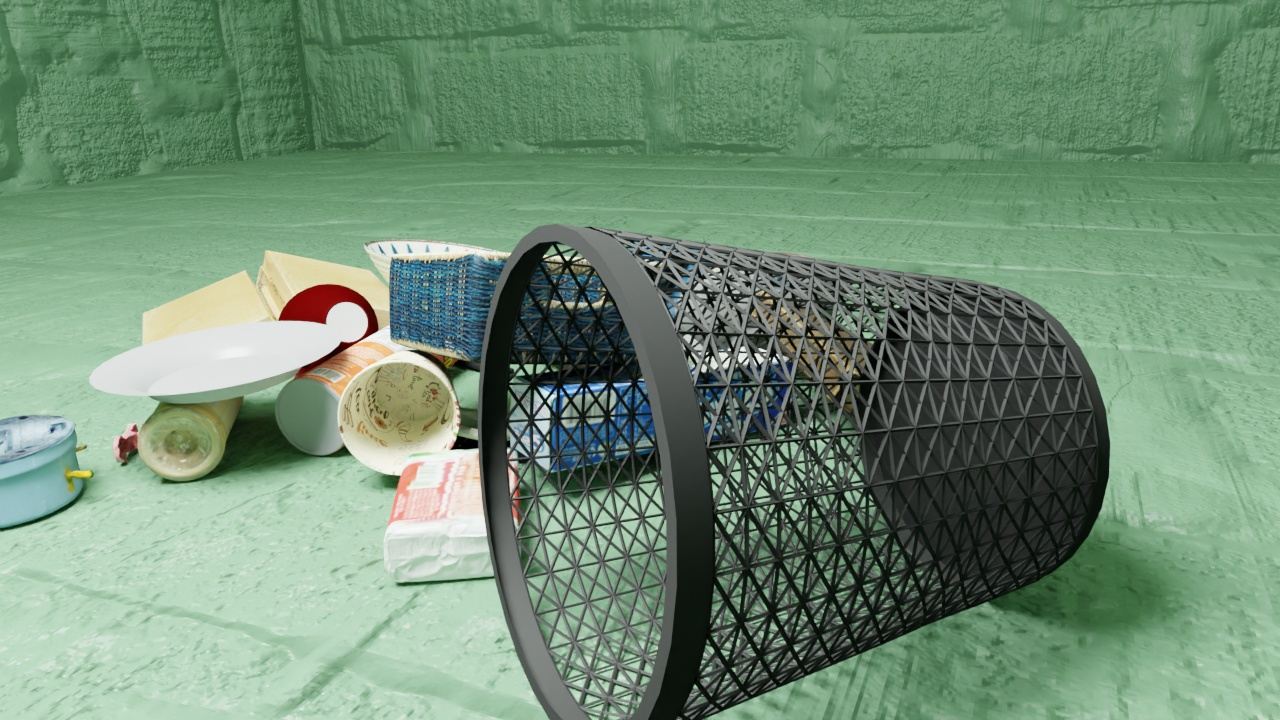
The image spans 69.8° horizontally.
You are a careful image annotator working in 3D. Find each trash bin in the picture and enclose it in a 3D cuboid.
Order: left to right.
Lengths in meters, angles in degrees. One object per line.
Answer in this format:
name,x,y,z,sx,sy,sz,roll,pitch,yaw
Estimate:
trash bin,0.072,0.046,0.440,0.242,0.217,0.217,-3,17,-26

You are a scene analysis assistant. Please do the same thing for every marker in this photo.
marker,-0.166,-0.001,0.884,0.123,0.015,0.018,15,24,38

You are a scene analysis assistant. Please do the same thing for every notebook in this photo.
notebook,0.152,0.005,0.674,0.190,0.034,0.215,26,13,-14

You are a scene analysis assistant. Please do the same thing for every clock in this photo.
clock,-0.439,0.078,0.613,0.124,0.052,0.089,-14,24,-31

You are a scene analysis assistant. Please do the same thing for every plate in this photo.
plate,-0.312,0.004,0.687,0.173,0.019,0.172,-4,19,1

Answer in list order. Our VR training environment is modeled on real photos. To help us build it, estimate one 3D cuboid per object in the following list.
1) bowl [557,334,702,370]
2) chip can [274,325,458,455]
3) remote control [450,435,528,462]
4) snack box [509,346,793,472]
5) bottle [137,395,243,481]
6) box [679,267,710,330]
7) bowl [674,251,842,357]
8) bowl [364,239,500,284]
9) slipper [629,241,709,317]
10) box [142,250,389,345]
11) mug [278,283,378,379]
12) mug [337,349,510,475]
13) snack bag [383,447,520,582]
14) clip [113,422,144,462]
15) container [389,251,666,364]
bowl,-0.005,0.005,0.771,0.132,0.064,0.131,-2,18,0
chip can,-0.220,0.010,0.778,0.062,0.062,0.209,3,19,14
remote control,-0.110,0.065,0.686,0.125,0.010,0.039,2,19,10
snack box,0.016,0.030,0.668,0.225,0.059,0.059,-8,19,-36
bottle,-0.345,0.037,0.718,0.056,0.056,0.162,-6,19,-14
box,0.074,-0.074,1.054,0.148,0.043,0.216,-6,18,-24
bowl,0.109,-0.030,0.818,0.150,0.151,0.056,-4,60,-6
bowl,-0.226,-0.089,1.048,0.177,0.071,0.177,8,14,-2
slipper,-0.001,-0.081,0.980,0.059,0.103,0.214,28,-8,-29
box,-0.388,-0.050,0.969,0.260,0.097,0.247,-17,22,-23
mug,-0.280,-0.018,0.824,0.087,0.113,0.089,34,-20,-24
mug,-0.150,0.035,0.669,0.122,0.081,0.097,15,9,-11
snack bag,-0.112,0.092,0.564,0.077,0.036,0.116,-3,18,-7
clip,-0.391,0.063,0.706,0.035,0.022,0.058,-12,15,-21
container,-0.088,-0.038,0.667,0.145,0.071,0.188,0,5,-31
